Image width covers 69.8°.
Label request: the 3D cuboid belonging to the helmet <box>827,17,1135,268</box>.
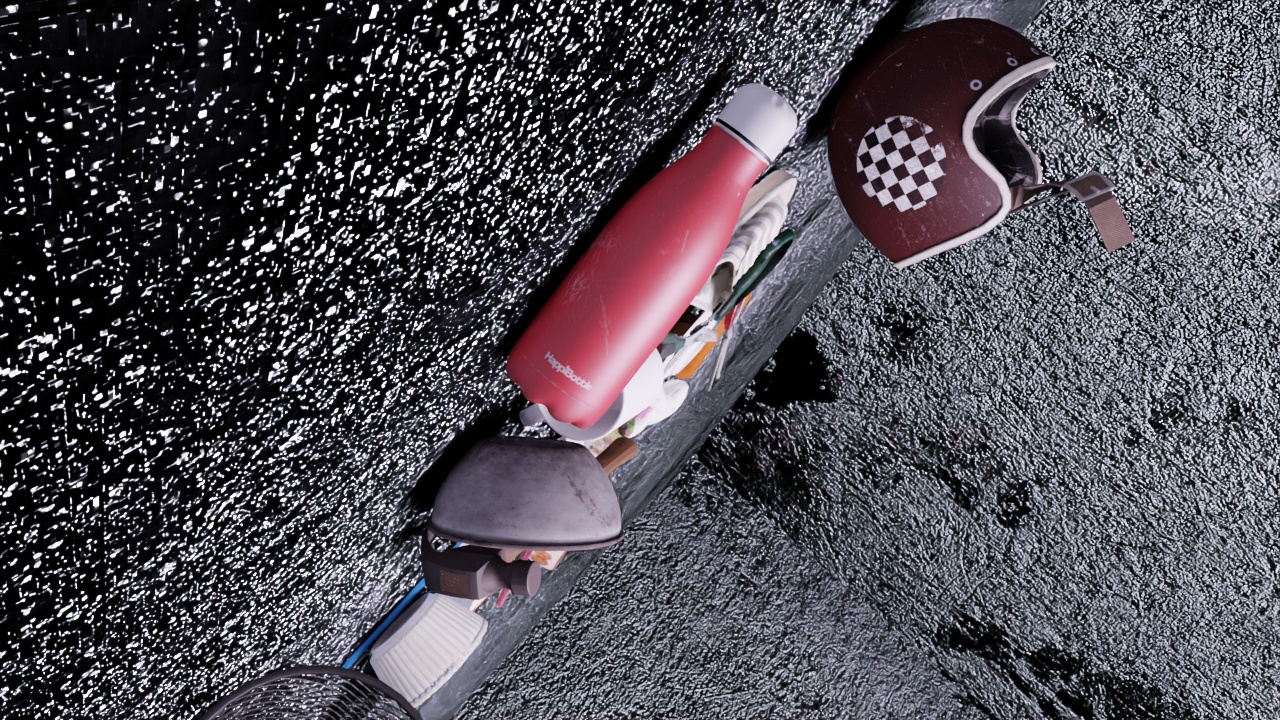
[{"bbox_3d":[0.304,-0.197,0.880,0.234,0.253,0.232,-26,-179,35],"label":"helmet"}]

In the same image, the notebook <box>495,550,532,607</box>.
[{"bbox_3d":[-0.106,0.163,0.995,0.209,0.012,0.152,120,-7,-49],"label":"notebook"}]

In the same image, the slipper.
[{"bbox_3d":[0.068,-0.082,0.885,0.272,0.054,0.115,-45,165,-22],"label":"slipper"}]

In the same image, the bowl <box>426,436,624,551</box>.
[{"bbox_3d":[-0.082,0.094,0.682,0.145,0.145,0.067,6,88,-79],"label":"bowl"}]

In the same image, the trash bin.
[{"bbox_3d":[-0.260,0.347,0.677,0.183,0.184,0.211,-42,174,-41],"label":"trash bin"}]

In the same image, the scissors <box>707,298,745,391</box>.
[{"bbox_3d":[0.110,-0.070,1.043,0.199,0.015,0.178,94,15,-54],"label":"scissors"}]

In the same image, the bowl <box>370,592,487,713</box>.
[{"bbox_3d":[-0.212,0.275,0.891,0.115,0.062,0.115,-42,-174,5],"label":"bowl"}]

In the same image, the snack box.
[{"bbox_3d":[-0.074,0.155,1.078,0.146,0.041,0.143,-63,-178,-36],"label":"snack box"}]

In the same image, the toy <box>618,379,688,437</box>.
[{"bbox_3d":[0.022,0.049,1.049,0.079,0.038,0.122,-49,167,27],"label":"toy"}]

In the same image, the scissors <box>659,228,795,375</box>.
[{"bbox_3d":[0.064,-0.048,0.840,0.205,0.015,0.201,-48,164,15],"label":"scissors"}]

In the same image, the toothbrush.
[{"bbox_3d":[-0.224,0.236,0.883,0.166,0.014,0.016,-48,171,-10],"label":"toothbrush"}]

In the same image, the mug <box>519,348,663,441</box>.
[{"bbox_3d":[-0.046,0.024,0.730,0.111,0.074,0.090,-25,-179,23],"label":"mug"}]

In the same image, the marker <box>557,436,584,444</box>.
[{"bbox_3d":[-0.087,0.085,0.786,0.017,0.017,0.146,-44,-173,-33],"label":"marker"}]

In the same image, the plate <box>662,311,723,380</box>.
[{"bbox_3d":[0.062,-0.021,1.044,0.134,0.011,0.135,-48,171,-10],"label":"plate"}]

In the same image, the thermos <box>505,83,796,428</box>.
[{"bbox_3d":[0.011,-0.068,0.576,0.240,0.073,0.073,-52,171,10],"label":"thermos"}]

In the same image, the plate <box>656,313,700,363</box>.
[{"bbox_3d":[0.026,-0.006,1.060,0.131,0.025,0.131,-48,171,-10],"label":"plate"}]

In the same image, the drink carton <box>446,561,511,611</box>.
[{"bbox_3d":[-0.179,0.233,1.005,0.058,0.040,0.123,-42,168,-40],"label":"drink carton"}]

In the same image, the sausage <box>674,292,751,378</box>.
[{"bbox_3d":[0.087,-0.040,1.177,0.165,0.039,0.044,-55,173,30],"label":"sausage"}]

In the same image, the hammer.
[{"bbox_3d":[-0.079,0.128,0.821,0.322,0.115,0.033,-31,121,-64],"label":"hammer"}]
